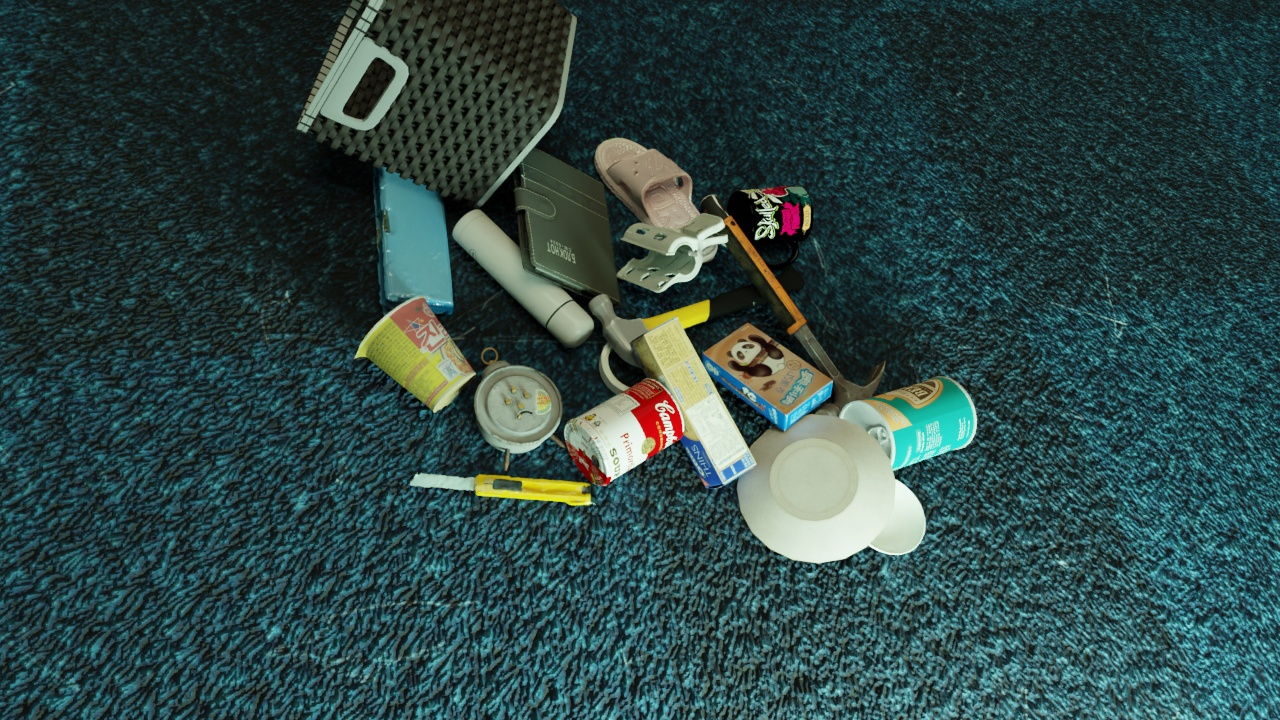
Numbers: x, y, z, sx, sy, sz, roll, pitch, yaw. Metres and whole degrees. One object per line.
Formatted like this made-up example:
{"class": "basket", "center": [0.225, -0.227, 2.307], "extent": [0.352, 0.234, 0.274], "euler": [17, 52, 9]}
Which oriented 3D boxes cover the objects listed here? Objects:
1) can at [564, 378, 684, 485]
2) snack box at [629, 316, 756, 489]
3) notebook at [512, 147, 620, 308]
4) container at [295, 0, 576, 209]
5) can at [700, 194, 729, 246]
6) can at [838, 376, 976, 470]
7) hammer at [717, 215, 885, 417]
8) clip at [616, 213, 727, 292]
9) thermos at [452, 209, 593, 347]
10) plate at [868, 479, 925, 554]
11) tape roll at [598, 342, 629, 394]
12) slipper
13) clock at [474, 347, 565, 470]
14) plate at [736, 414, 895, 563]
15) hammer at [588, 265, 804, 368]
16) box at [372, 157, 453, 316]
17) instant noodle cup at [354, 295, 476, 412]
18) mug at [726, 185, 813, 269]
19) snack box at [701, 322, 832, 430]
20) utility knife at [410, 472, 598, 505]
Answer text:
{"class": "can", "center": [-0.019, 0.085, 1.093], "extent": [0.116, 0.087, 0.086], "euler": [-29, 71, -28]}
{"class": "snack box", "center": [0.063, 0.053, 1.119], "extent": [0.056, 0.057, 0.206], "euler": [-28, 89, -24]}
{"class": "notebook", "center": [-0.100, -0.182, 1.221], "extent": [0.169, 0.030, 0.208], "euler": [21, 47, -42]}
{"class": "container", "center": [-0.250, -0.378, 1.168], "extent": [0.243, 0.248, 0.245], "euler": [26, 48, -27]}
{"class": "can", "center": [0.115, -0.203, 1.325], "extent": [0.031, 0.032, 0.080], "euler": [-9, 52, -20]}
{"class": "can", "center": [0.342, 0.084, 1.180], "extent": [0.143, 0.099, 0.099], "euler": [-13, 65, -27]}
{"class": "hammer", "center": [0.210, -0.068, 1.248], "extent": [0.137, 0.035, 0.314], "euler": [-30, 82, -31]}
{"class": "clip", "center": [0.040, -0.160, 1.215], "extent": [0.152, 0.099, 0.126], "euler": [-43, 33, -11]}
{"class": "thermos", "center": [-0.150, -0.104, 1.188], "extent": [0.224, 0.052, 0.052], "euler": [44, 59, 12]}
{"class": "plate", "center": [0.304, 0.197, 1.153], "extent": [0.104, 0.026, 0.104], "euler": [7, 58, -12]}
{"class": "tape roll", "center": [-0.007, 0.007, 1.183], "extent": [0.093, 0.018, 0.093], "euler": [7, 58, -12]}
{"class": "slipper", "center": [0.030, -0.241, 1.313], "extent": [0.094, 0.065, 0.239], "euler": [-29, 73, -28]}
{"class": "clock", "center": [-0.154, 0.048, 1.096], "extent": [0.103, 0.056, 0.147], "euler": [-20, 69, -25]}
{"class": "plate", "center": [0.210, 0.148, 1.107], "extent": [0.189, 0.027, 0.188], "euler": [-6, 62, 12]}
{"class": "hammer", "center": [0.095, -0.070, 1.237], "extent": [0.322, 0.029, 0.127], "euler": [-19, 67, -29]}
{"class": "box", "center": [-0.299, -0.160, 1.194], "extent": [0.093, 0.054, 0.231], "euler": [6, 58, -32]}
{"class": "instant noodle cup", "center": [-0.254, -0.004, 1.081], "extent": [0.112, 0.101, 0.100], "euler": [45, 59, 4]}
{"class": "mug", "center": [0.189, -0.190, 1.325], "extent": [0.098, 0.082, 0.118], "euler": [-9, 91, -20]}
{"class": "snack box", "center": [0.161, 0.018, 1.183], "extent": [0.087, 0.034, 0.151], "euler": [-33, 53, -26]}
{"class": "utility knife", "center": [-0.155, 0.148, 1.063], "extent": [0.217, 0.019, 0.030], "euler": [4, 50, -10]}
